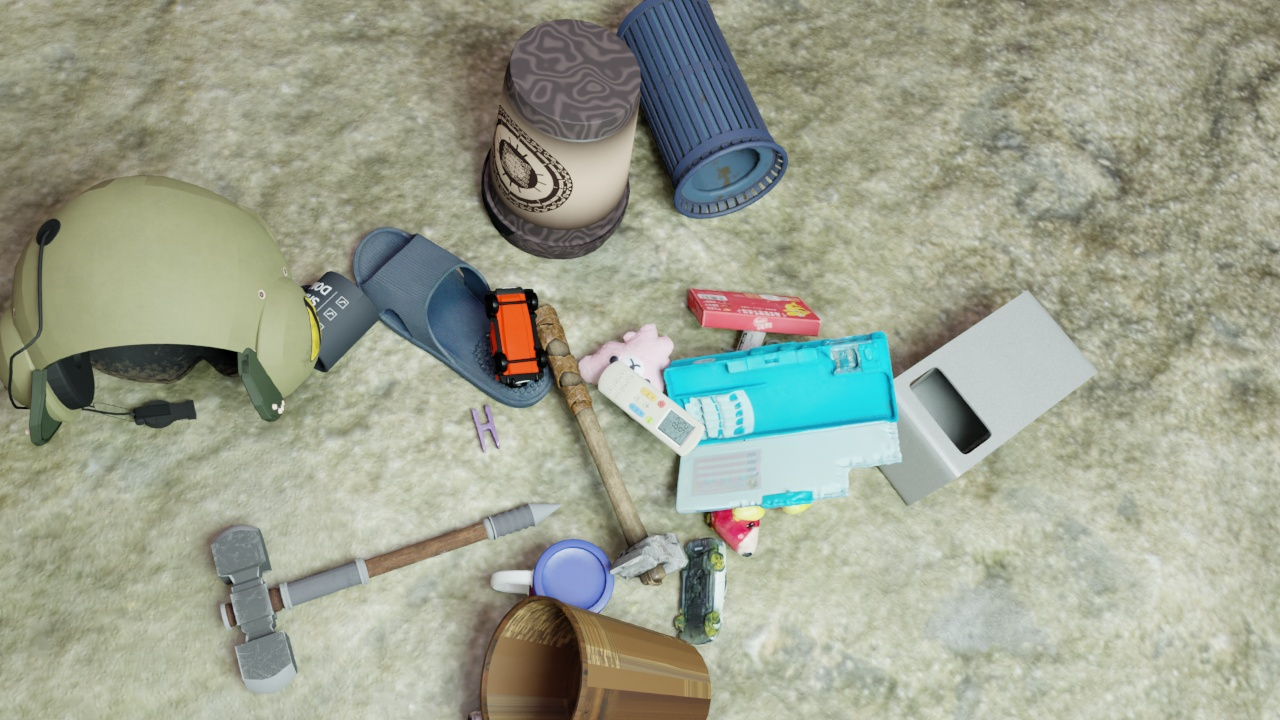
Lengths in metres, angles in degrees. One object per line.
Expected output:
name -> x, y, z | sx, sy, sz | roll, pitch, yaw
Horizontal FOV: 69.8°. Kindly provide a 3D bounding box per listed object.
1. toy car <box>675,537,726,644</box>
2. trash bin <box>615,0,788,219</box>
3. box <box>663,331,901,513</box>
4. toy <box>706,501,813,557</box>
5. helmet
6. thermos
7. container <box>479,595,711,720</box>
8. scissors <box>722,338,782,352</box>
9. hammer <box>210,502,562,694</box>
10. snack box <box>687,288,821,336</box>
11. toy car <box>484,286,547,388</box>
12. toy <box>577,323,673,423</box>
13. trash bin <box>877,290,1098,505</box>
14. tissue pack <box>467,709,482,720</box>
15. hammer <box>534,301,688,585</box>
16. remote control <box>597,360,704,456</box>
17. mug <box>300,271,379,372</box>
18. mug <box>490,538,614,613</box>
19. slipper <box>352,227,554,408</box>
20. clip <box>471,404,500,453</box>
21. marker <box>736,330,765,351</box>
toy car -> 0.063, 0.229, 0.910 | 0.033, 0.048, 0.105 | 28, 58, -37
trash bin -> 0.064, -0.312, 1.097 | 0.139, 0.139, 0.249 | -14, 68, -17
box -> 0.144, 0.067, 0.929 | 0.227, 0.083, 0.172 | -8, 74, 17
toy -> 0.121, 0.132, 0.956 | 0.105, 0.067, 0.137 | 41, 57, 17
helmet -> -0.411, -0.040, 0.804 | 0.250, 0.256, 0.232 | -6, 72, -13
thermos -> -0.082, -0.234, 0.982 | 0.172, 0.227, 0.172 | 4, 66, -9
container -> -0.032, 0.282, 0.794 | 0.167, 0.132, 0.132 | 23, 58, -40
scissors -> 0.164, 0.036, 1.031 | 0.090, 0.014, 0.171 | -22, 70, -17
hammer -> -0.227, 0.188, 0.876 | 0.321, 0.043, 0.156 | -16, 71, -20
snack box -> 0.126, -0.055, 1.029 | 0.133, 0.089, 0.021 | 4, 110, -9
toy car -> -0.129, -0.023, 0.925 | 0.051, 0.049, 0.100 | -7, 84, -27
toy -> -0.006, 0.006, 0.984 | 0.099, 0.052, 0.096 | 39, 91, 8
trash bin -> 0.361, 0.041, 1.011 | 0.228, 0.115, 0.114 | -30, 75, -21
tissue pack -> -0.100, 0.396, 0.794 | 0.104, 0.071, 0.181 | 1, 63, -10
hammer -> -0.047, 0.077, 0.921 | 0.049, 0.121, 0.318 | -30, 68, 13
remote control -> 0.010, 0.048, 0.930 | 0.125, 0.018, 0.038 | 38, 92, 20
mug -> -0.334, -0.045, 0.945 | 0.105, 0.071, 0.077 | 23, 61, 29
mug -> -0.085, 0.212, 0.869 | 0.112, 0.076, 0.074 | 8, 65, -8
slipper -> -0.198, -0.053, 0.962 | 0.263, 0.083, 0.101 | 40, 66, 6
clip -> -0.157, 0.070, 0.954 | 0.037, 0.013, 0.053 | -28, 72, -22
marker -> 0.108, 0.019, 1.014 | 0.025, 0.025, 0.125 | 23, 72, -1
